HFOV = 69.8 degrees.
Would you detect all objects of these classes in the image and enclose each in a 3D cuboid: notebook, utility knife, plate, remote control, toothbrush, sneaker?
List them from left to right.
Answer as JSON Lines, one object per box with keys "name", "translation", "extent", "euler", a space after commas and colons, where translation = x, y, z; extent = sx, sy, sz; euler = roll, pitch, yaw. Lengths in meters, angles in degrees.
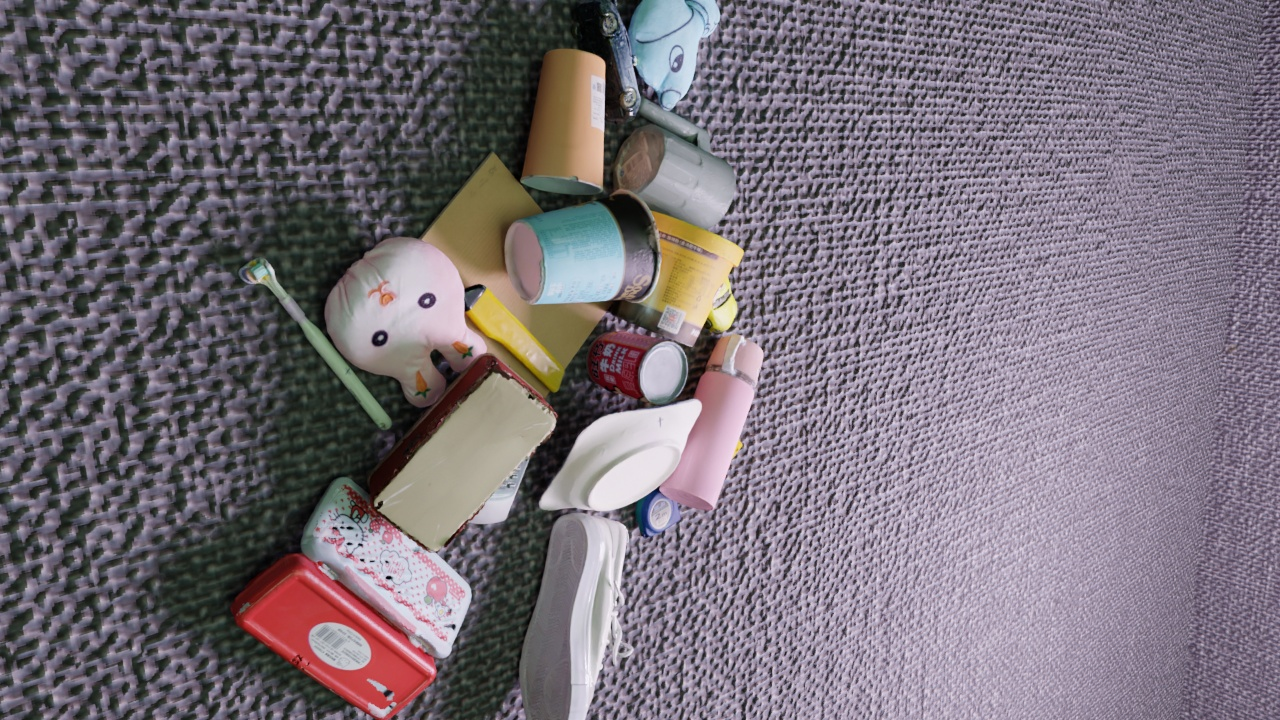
{"name": "toothbrush", "translation": [-0.268, -0.008, 0.775], "extent": [0.020, 0.029, 0.189], "euler": [-85, 151, -52]}
{"name": "remote control", "translation": [-0.134, 0.096, 0.888], "extent": [0.056, 0.019, 0.135], "euler": [11, 106, -45]}
{"name": "notebook", "translation": [-0.123, -0.073, 0.890], "extent": [0.149, 0.012, 0.211], "euler": [-55, 129, -18]}
{"name": "utility knife", "translation": [-0.122, -0.020, 0.883], "extent": [0.033, 0.015, 0.154], "euler": [-52, 129, -14]}
{"name": "sneaker", "translation": [-0.061, 0.284, 0.974], "extent": [0.090, 0.090, 0.242], "euler": [14, 83, -46]}
{"name": "plate", "translation": [-0.013, 0.109, 0.947], "extent": [0.164, 0.034, 0.164], "euler": [-7, 141, -39]}

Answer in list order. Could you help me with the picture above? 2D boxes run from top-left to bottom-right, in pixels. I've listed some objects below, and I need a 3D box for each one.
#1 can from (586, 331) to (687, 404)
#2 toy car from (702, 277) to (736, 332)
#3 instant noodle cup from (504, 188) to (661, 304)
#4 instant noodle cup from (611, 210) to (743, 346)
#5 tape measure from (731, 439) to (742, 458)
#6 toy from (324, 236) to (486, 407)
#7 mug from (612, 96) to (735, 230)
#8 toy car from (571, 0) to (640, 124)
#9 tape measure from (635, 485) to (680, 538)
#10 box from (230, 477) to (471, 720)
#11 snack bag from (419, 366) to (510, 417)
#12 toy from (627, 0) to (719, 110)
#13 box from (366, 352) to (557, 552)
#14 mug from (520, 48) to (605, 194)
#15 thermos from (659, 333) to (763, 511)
{"name": "can", "translation": [-0.006, 0.006, 0.951], "extent": [0.066, 0.094, 0.066], "euler": [-10, 106, -39]}
{"name": "toy car", "translation": [0.085, -0.079, 1.053], "extent": [0.048, 0.032, 0.105], "euler": [-42, 125, -27]}
{"name": "instant noodle cup", "translation": [-0.059, -0.102, 0.869], "extent": [0.120, 0.111, 0.111], "euler": [-12, 107, -33]}
{"name": "instant noodle cup", "translation": [0.032, -0.083, 0.957], "extent": [0.118, 0.118, 0.114], "euler": [20, 93, -41]}
{"name": "tape measure", "translation": [0.093, 0.101, 1.100], "extent": [0.057, 0.029, 0.060], "euler": [-49, 126, -22]}
{"name": "toy", "translation": [-0.198, -0.030, 0.802], "extent": [0.121, 0.054, 0.159], "euler": [-42, 132, -10]}
{"name": "mug", "translation": [0.033, -0.207, 0.961], "extent": [0.103, 0.084, 0.123], "euler": [17, 61, -40]}
{"name": "toy car", "translation": [-0.030, -0.292, 0.895], "extent": [0.036, 0.054, 0.121], "euler": [-30, 117, -31]}
{"name": "tape measure", "translation": [0.018, 0.170, 1.052], "extent": [0.058, 0.025, 0.054], "euler": [-24, 112, -40]}
{"name": "box", "translation": [-0.244, 0.218, 0.819], "extent": [0.159, 0.065, 0.201], "euler": [-54, 129, -24]}
{"name": "snack bag", "translation": [-0.158, 0.047, 0.871], "extent": [0.104, 0.026, 0.048], "euler": [-30, 121, -25]}
{"name": "toy", "translation": [0.033, -0.345, 0.942], "extent": [0.155, 0.050, 0.161], "euler": [-32, 119, -40]}
{"name": "box", "translation": [-0.155, 0.084, 0.810], "extent": [0.168, 0.077, 0.091], "euler": [-47, 113, 0]}
{"name": "mug", "translation": [-0.068, -0.224, 0.866], "extent": [0.078, 0.078, 0.123], "euler": [5, 91, -41]}
{"name": "thermos", "translation": [0.084, 0.065, 1.039], "extent": [0.087, 0.067, 0.198], "euler": [70, 40, -66]}
